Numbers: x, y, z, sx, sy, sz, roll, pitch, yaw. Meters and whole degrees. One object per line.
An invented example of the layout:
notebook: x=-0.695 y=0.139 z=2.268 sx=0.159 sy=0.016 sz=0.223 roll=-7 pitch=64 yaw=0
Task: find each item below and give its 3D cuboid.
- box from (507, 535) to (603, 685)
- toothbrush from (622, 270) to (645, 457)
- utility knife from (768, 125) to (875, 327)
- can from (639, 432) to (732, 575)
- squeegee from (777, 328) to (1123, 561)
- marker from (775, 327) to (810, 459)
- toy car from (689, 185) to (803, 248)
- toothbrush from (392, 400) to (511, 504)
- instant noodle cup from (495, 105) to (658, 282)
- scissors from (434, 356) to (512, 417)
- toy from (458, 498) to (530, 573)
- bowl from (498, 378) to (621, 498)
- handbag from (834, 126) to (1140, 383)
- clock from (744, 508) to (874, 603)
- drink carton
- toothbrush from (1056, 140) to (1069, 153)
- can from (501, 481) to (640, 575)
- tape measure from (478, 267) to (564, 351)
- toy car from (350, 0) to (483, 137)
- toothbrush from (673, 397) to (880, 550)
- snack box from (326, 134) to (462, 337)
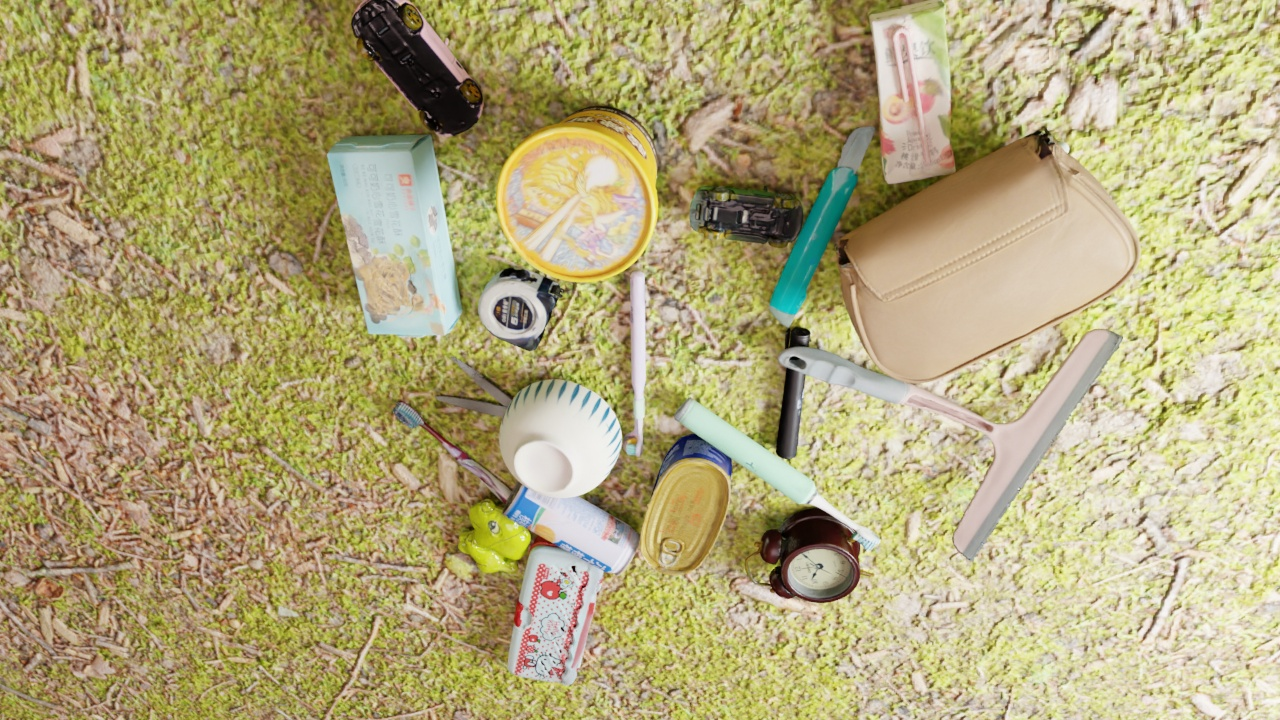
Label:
box: x=-0.094 y=0.280 z=1.003 sx=0.086 sy=0.046 sz=0.202 roll=14 pitch=121 yaw=2
toothbrush: x=-0.005 y=0.005 z=0.844 sx=0.021 sy=0.029 sz=0.189 roll=-16 pitch=123 yaw=-28
utility knife: x=0.147 y=-0.107 z=0.753 sx=0.029 sy=0.013 sz=0.187 roll=19 pitch=123 yaw=-4
can: x=0.045 y=0.141 z=0.895 sx=0.074 sy=0.049 sz=0.148 roll=16 pitch=121 yaw=1
squeegee: x=0.236 y=0.033 z=0.803 sx=0.249 sy=0.040 sz=0.248 roll=21 pitch=117 yaw=-4
marker: x=0.137 y=0.031 z=0.832 sx=0.022 sy=0.020 sz=0.132 roll=12 pitch=122 yaw=19
toy car: x=0.086 y=-0.120 z=0.744 sx=0.091 sy=0.036 sz=0.043 roll=10 pitch=120 yaw=6
toothbrush: x=-0.178 y=0.106 z=0.933 sx=0.016 sy=0.017 sz=0.187 roll=-38 pitch=107 yaw=26
instant noodle cup: x=-0.039 y=-0.137 z=0.711 sx=0.118 sy=0.114 sz=0.119 roll=5 pitch=120 yaw=8
scissors: x=-0.111 y=0.055 z=0.897 sx=0.178 sy=0.014 sz=0.159 roll=-10 pitch=115 yaw=18
toy: x=-0.151 y=0.188 z=0.966 sx=0.100 sy=0.031 sz=0.097 roll=-26 pitch=114 yaw=33
bowl: x=-0.080 y=0.083 z=0.858 sx=0.116 sy=0.066 sz=0.117 roll=6 pitch=119 yaw=10
handbag: x=0.251 y=-0.078 z=0.692 sx=0.205 sy=0.099 sz=0.148 roll=-28 pitch=124 yaw=20
clock: x=0.163 y=0.195 z=0.901 sx=0.122 sy=0.055 sz=0.082 roll=-13 pitch=117 yaw=14
drink carton: x=0.200 y=-0.196 z=0.674 sx=0.053 sy=0.045 sz=0.123 roll=-6 pitch=118 yaw=15
toothbrush: x=0.245 y=-0.120 z=0.726 sx=0.190 sy=0.029 sz=0.020 roll=-29 pitch=71 yaw=22
can: x=-0.069 y=0.164 z=0.927 sx=0.134 sy=0.053 sz=0.053 roll=31 pitch=120 yaw=-8
tape measure: x=-0.110 y=-0.049 z=0.822 sx=0.066 sy=0.033 sz=0.066 roll=25 pitch=119 yaw=-7
toy car: x=-0.174 y=-0.234 z=0.726 sx=0.056 sy=0.037 sz=0.122 roll=-23 pitch=126 yaw=25
toothbrush: x=0.129 y=0.106 z=0.853 sx=0.224 sy=0.026 sz=0.027 roll=34 pitch=123 yaw=1
snack box: x=-0.210 y=-0.106 z=0.796 sx=0.074 sy=0.051 sz=0.175 roll=2 pitch=121 yaw=10
